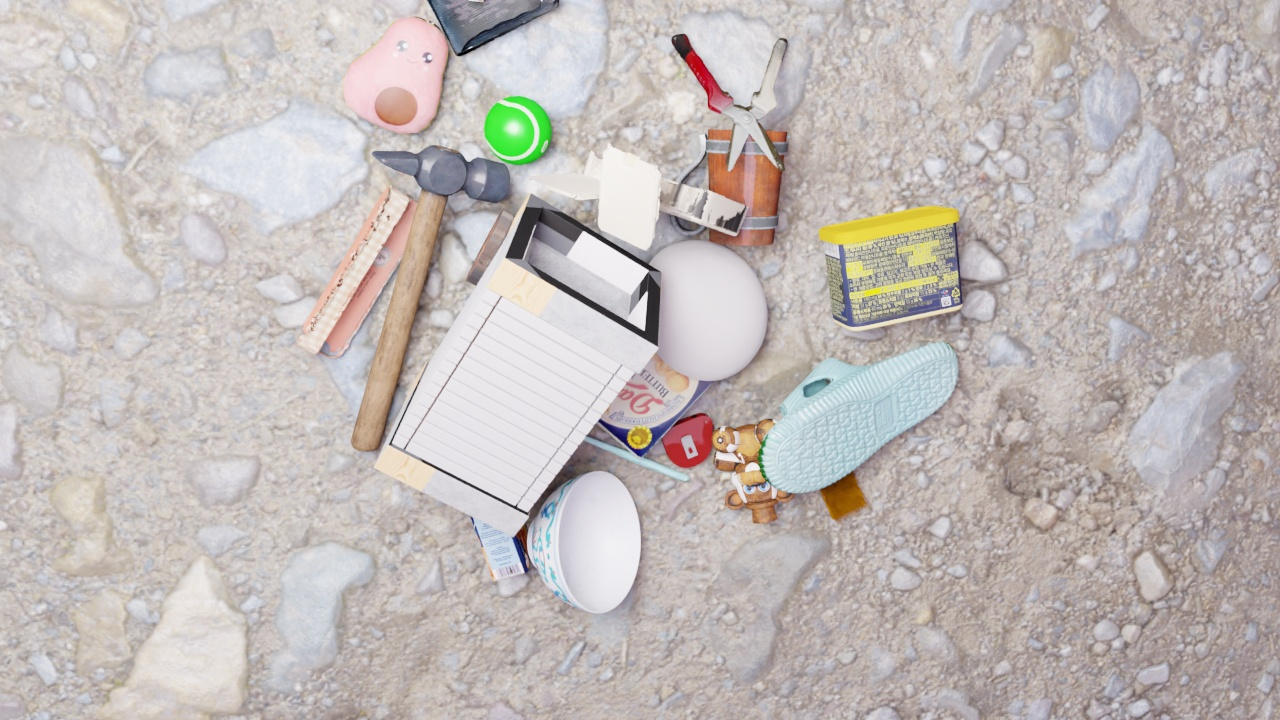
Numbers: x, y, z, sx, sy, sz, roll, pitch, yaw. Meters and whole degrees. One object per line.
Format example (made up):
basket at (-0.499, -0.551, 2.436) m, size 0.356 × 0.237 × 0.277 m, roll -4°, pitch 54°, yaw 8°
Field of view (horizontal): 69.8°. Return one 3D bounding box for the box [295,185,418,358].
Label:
box at (-0.273, -0.083, 0.903) m, size 0.067 × 0.057 × 0.187 m, roll 26°, pitch 99°, yaw -45°

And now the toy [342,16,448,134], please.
toy at (-0.227, -0.273, 0.870) m, size 0.090 × 0.051 × 0.110 m, roll 23°, pitch 94°, yaw -19°

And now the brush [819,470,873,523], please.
brush at (0.215, 0.120, 1.035) m, size 0.048 × 0.017 × 0.126 m, roll -26°, pitch 104°, yaw -3°

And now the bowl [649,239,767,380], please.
bowl at (0.073, -0.056, 0.933) m, size 0.149 × 0.043 × 0.149 m, roll 5°, pitch 78°, yaw -24°

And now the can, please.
can at (0.266, -0.098, 0.971) m, size 0.135 × 0.075 × 0.104 m, roll -12°, pitch 105°, yaw -6°

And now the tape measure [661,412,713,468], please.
tape measure at (0.055, 0.089, 1.003) m, size 0.059 × 0.019 × 0.051 m, roll -21°, pitch 103°, yaw -4°

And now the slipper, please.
slipper at (0.230, 0.053, 0.991) m, size 0.275 × 0.069 × 0.116 m, roll -26°, pitch 121°, yaw -21°

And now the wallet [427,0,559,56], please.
wallet at (-0.147, -0.356, 0.879) m, size 0.115 × 0.026 × 0.089 m, roll -27°, pitch 103°, yaw -5°

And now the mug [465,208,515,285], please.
mug at (-0.116, -0.078, 0.922) m, size 0.107 × 0.079 × 0.116 m, roll 28°, pitch 124°, yaw -14°

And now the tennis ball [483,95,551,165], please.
tennis ball at (-0.119, -0.223, 0.890) m, size 0.065 × 0.065 × 0.065 m, roll -2°, pitch 101°, yaw -9°

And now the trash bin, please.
trash bin at (-0.109, 0.007, 0.838) m, size 0.142 × 0.142 × 0.248 m, roll 30°, pitch 118°, yaw -14°

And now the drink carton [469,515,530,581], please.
drink carton at (-0.153, 0.157, 0.962) m, size 0.040 × 0.064 × 0.130 m, roll -17°, pitch 104°, yaw 1°

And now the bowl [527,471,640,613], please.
bowl at (-0.070, 0.190, 0.964) m, size 0.074 × 0.143 × 0.144 m, roll -8°, pitch 106°, yaw 33°

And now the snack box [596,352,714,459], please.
snack box at (-0.006, 0.006, 0.965) m, size 0.144 × 0.042 × 0.145 m, roll 42°, pitch 92°, yaw -13°

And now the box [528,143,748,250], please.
box at (-0.003, -0.146, 0.848) m, size 0.143 × 0.180 × 0.080 m, roll 24°, pitch 100°, yaw 30°

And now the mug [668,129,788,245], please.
mug at (0.088, -0.177, 0.933) m, size 0.117 × 0.081 × 0.111 m, roll 5°, pitch 105°, yaw 14°

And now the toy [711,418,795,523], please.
toy at (0.125, 0.121, 0.998) m, size 0.087 × 0.067 × 0.112 m, roll -11°, pitch 90°, yaw 10°

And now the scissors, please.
scissors at (0.100, -0.264, 0.894) m, size 0.179 × 0.015 × 0.198 m, roll -37°, pitch 69°, yaw -26°

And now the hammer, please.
hammer at (-0.233, -0.052, 0.898) m, size 0.129 × 0.040 × 0.322 m, roll 4°, pitch 114°, yaw -40°

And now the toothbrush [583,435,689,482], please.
toothbrush at (-0.028, 0.100, 0.995) m, size 0.180 × 0.016 × 0.016 m, roll 21°, pitch 94°, yaw -12°
